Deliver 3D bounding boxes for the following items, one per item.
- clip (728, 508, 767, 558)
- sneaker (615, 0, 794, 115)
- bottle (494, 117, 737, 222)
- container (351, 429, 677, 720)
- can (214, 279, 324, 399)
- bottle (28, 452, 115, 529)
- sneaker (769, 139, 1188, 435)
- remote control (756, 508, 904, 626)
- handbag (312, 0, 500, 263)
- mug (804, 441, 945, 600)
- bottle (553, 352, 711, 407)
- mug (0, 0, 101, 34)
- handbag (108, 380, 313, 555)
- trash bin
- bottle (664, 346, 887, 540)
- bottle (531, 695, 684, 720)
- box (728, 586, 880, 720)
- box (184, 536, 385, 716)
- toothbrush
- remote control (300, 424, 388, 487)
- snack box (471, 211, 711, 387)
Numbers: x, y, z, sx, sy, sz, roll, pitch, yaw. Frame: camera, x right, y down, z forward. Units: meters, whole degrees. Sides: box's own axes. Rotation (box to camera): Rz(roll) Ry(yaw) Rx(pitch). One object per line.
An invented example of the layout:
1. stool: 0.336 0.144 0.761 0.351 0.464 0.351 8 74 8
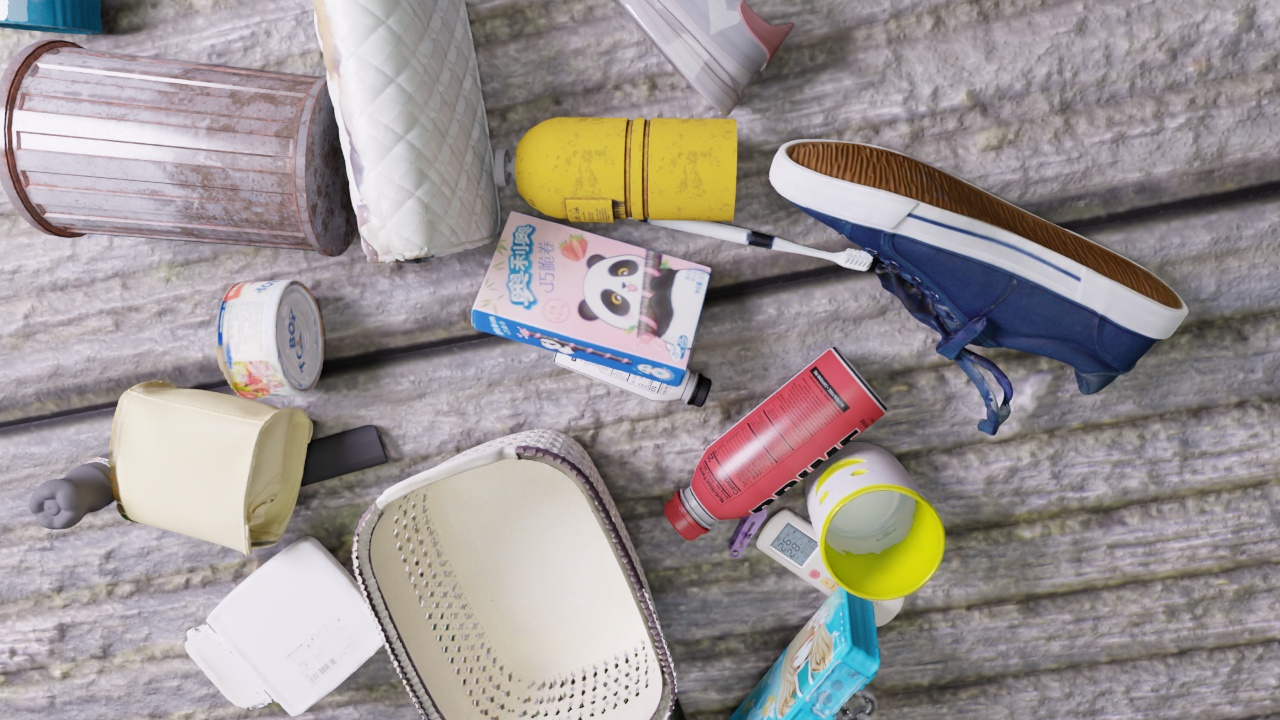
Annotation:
1. clip: 0.082 0.130 0.710 0.013 0.033 0.051 26 103 -3
2. sneaker: 0.009 -0.275 0.591 0.089 0.099 0.236 -41 104 12
3. bottle: -0.017 -0.132 0.634 0.164 0.071 0.071 1 102 3
4. container: -0.081 0.169 0.669 0.185 0.143 0.251 -21 100 9
5. can: -0.268 -0.015 0.669 0.043 0.086 0.086 -3 102 4
6. bottle: -0.407 0.092 0.689 0.036 0.109 0.036 1 102 3
7. sneaker: 0.210 -0.050 0.633 0.294 0.120 0.127 24 122 -5
8. remote control: 0.149 0.162 0.716 0.125 0.018 0.038 35 102 -3
9. handbag: -0.156 -0.163 0.605 0.072 0.138 0.195 -7 101 12
10. mug: 0.164 0.112 0.658 0.082 0.106 0.082 1 102 3
11. bottle: -0.004 0.004 0.679 0.116 0.041 0.041 21 103 -1
12. mug: -0.410 -0.276 0.608 0.083 0.113 0.107 0 105 -20
13. handbag: -0.323 0.078 0.687 0.119 0.081 0.111 11 94 8
14. trash bin: -0.309 -0.141 0.623 0.211 0.130 0.131 6 103 1
15. bottle: 0.093 0.068 0.676 0.177 0.062 0.062 -40 97 11
16. bottle: -0.066 0.320 0.737 0.207 0.071 0.071 -13 101 6
17. box: 0.102 0.278 0.696 0.039 0.094 0.227 33 108 -1
18. box: -0.294 0.226 0.725 0.189 0.101 0.111 -36 96 5
19. toothbrush: 0.077 -0.091 0.665 0.187 0.017 0.012 12 72 1
20. remote control: -0.270 0.084 0.727 0.147 0.015 0.033 -16 101 7
21. snack box: -0.033 -0.045 0.652 0.154 0.033 0.087 16 63 0
